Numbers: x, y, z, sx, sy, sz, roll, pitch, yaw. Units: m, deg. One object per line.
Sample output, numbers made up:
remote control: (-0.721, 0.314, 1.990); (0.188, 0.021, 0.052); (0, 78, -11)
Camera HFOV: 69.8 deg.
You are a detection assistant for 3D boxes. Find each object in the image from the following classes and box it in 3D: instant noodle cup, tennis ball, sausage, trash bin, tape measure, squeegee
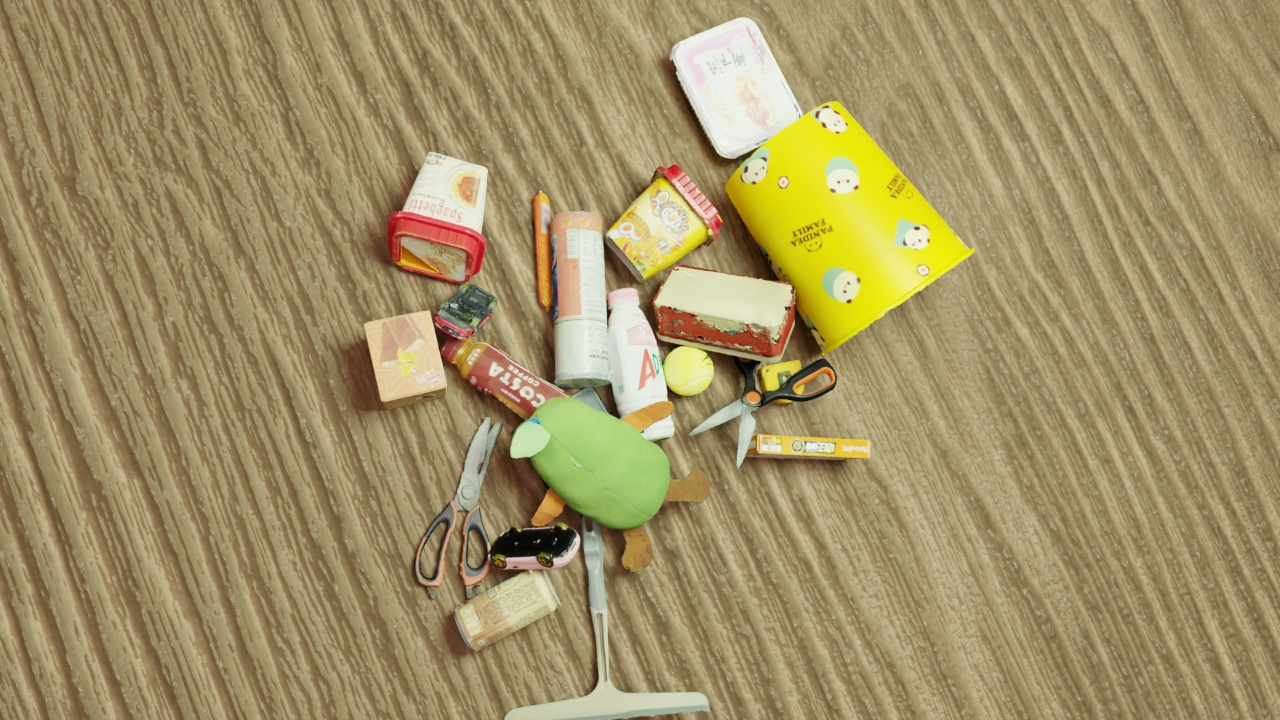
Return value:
instant noodle cup: (-0.240, -0.177, 1.127); (0.116, 0.117, 0.124); (15, 66, -10)
tennis ball: (0.061, 0.013, 1.180); (0.065, 0.065, 0.065); (2, 81, -12)
sausage: (-0.125, -0.142, 1.186); (0.021, 0.021, 0.165); (-2, 82, -13)
instant noodle cup: (0.024, -0.170, 1.183); (0.123, 0.116, 0.116); (-41, 92, -3)
trash bin: (0.255, -0.172, 1.179); (0.229, 0.230, 0.255); (-34, 84, -15)
tape measure: (0.191, 0.029, 1.225); (0.060, 0.029, 0.057); (-11, 84, -13)
instant noodle cup: (0.124, -0.364, 1.256); (0.138, 0.060, 0.173); (-27, 87, -15)
squeegee: (-0.052, 0.310, 1.125); (0.246, 0.039, 0.246); (-8, 76, 5)

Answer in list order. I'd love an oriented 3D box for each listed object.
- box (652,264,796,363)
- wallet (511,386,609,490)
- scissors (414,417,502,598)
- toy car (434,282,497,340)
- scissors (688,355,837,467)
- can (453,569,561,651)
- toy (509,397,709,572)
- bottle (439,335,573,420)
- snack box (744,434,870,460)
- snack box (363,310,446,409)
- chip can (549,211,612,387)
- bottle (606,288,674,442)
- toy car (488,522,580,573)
box: (0.105, -0.065, 1.149); (0.168, 0.079, 0.091); (12, 51, 19)
wallet: (-0.087, 0.099, 1.160); (0.120, 0.019, 0.097); (-30, 88, -17)
scissors: (-0.202, 0.181, 1.124); (0.206, 0.015, 0.194); (-34, 89, -15)
toy car: (-0.211, -0.056, 1.110); (0.053, 0.120, 0.045); (29, 110, -1)
scissors: (0.150, 0.036, 1.178); (0.220, 0.022, 0.224); (-10, 55, -14)
can: (-0.158, 0.293, 1.087); (0.116, 0.058, 0.058); (-26, 88, -8)
toy: (-0.040, 0.130, 1.086); (0.227, 0.090, 0.246); (-45, 111, 7)
bottle: (-0.164, 0.026, 1.128); (0.175, 0.057, 0.057); (33, 76, 3)
snack box: (0.213, 0.114, 1.193); (0.153, 0.075, 0.026); (4, 81, -12)
snack box: (-0.278, 0.001, 1.094); (0.077, 0.093, 0.094); (-13, 84, -14)
chip can: (-0.077, -0.076, 1.156); (0.071, 0.071, 0.214); (0, 79, -13)
bottle: (-0.007, 0.007, 1.166); (0.068, 0.068, 0.197); (-9, 81, -14)
toy car: (-0.124, 0.224, 1.086); (0.037, 0.123, 0.056); (62, 38, -27)
